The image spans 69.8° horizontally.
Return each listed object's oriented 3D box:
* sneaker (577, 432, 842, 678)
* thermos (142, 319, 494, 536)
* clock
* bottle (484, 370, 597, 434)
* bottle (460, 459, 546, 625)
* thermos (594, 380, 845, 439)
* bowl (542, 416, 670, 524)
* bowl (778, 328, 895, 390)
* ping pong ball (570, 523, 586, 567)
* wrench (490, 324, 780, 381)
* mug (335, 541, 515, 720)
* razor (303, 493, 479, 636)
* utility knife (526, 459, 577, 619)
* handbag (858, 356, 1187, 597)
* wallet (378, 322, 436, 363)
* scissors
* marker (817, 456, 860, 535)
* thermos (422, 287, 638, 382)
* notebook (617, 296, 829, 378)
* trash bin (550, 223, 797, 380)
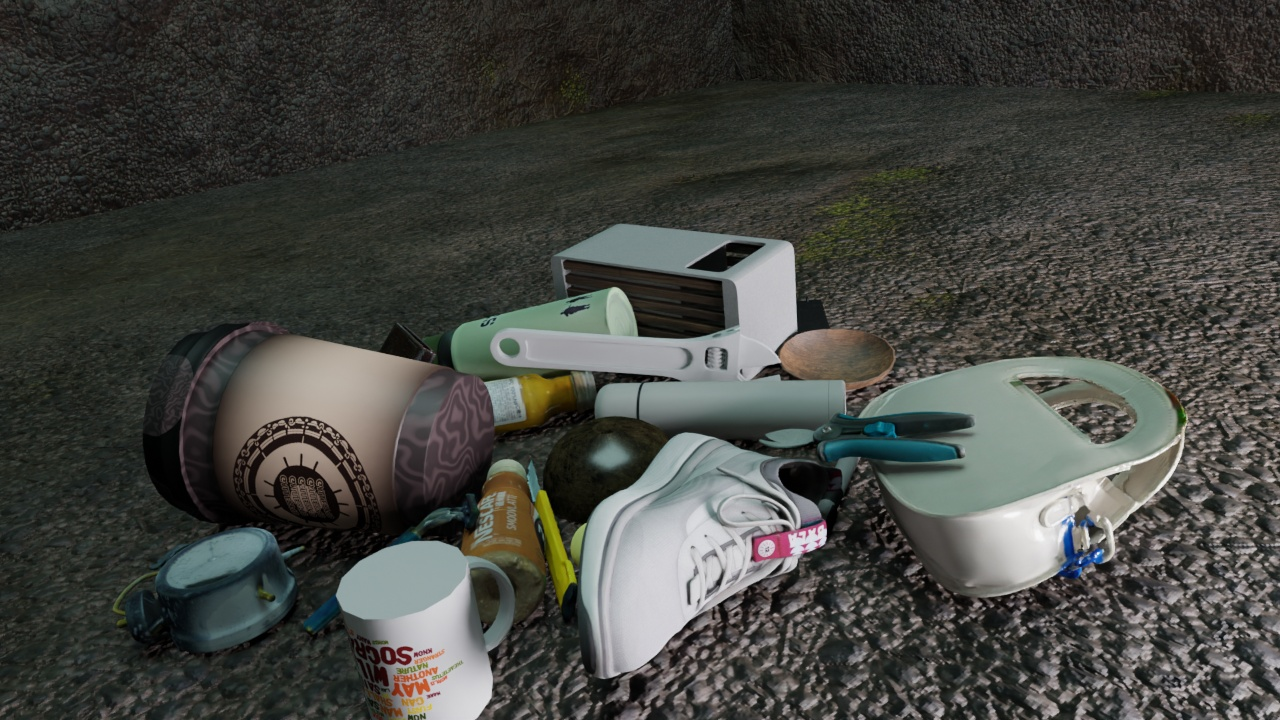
[{"bbox_3d":[0.048,0.120,0.593,0.129,0.097,0.262,-2,16,24],"label":"sneaker"},{"bbox_3d":[-0.248,0.061,0.743,0.226,0.173,0.172,7,25,14],"label":"thermos"},{"bbox_3d":[-0.309,0.164,0.655,0.129,0.052,0.090,-9,22,5],"label":"clock"},{"bbox_3d":[-0.135,0.044,0.884,0.186,0.053,0.053,-11,23,-10],"label":"bottle"},{"bbox_3d":[-0.101,0.124,0.678,0.059,0.059,0.167,-8,22,-4],"label":"bottle"},{"bbox_3d":[0.070,0.045,0.827,0.224,0.052,0.052,-1,23,13],"label":"thermos"},{"bbox_3d":[-0.025,0.080,0.764,0.121,0.056,0.121,-6,23,2],"label":"bowl"},{"bbox_3d":[0.195,0.005,0.916,0.114,0.026,0.101,4,34,18],"label":"bowl"},{"bbox_3d":[-0.030,0.134,0.657,0.040,0.040,0.040,-6,23,2],"label":"ping pong ball"},{"bbox_3d":[-0.005,0.005,0.865,0.273,0.087,0.018,3,24,3],"label":"wrench"},{"bbox_3d":[-0.122,0.161,0.555,0.105,0.090,0.073,-25,29,-37],"label":"mug"},{"bbox_3d":[-0.174,0.140,0.638,0.144,0.022,0.042,-37,17,-7],"label":"razor"},{"bbox_3d":[-0.071,0.127,0.700,0.018,0.030,0.206,11,17,-22],"label":"utility knife"},{"bbox_3d":[0.267,0.069,0.641,0.200,0.093,0.200,-23,22,6],"label":"handbag"},{"bbox_3d":[-0.255,0.017,0.937,0.031,0.099,0.120,30,1,-32],"label":"wallet"},{"bbox_3d":[0.159,0.050,0.637,0.148,0.019,0.132,-26,25,-8],"label":"scissors"},{"bbox_3d":[0.159,0.095,0.730,0.016,0.016,0.140,5,25,25],"label":"marker"},{"bbox_3d":[-0.121,-0.011,0.942,0.232,0.082,0.082,-12,20,20],"label":"thermos"},{"bbox_3d":[0.096,-0.029,1.041,0.231,0.019,0.168,-4,24,6],"label":"notebook"},{"bbox_3d":[0.035,-0.064,0.973,0.229,0.115,0.114,12,31,34],"label":"trash bin"}]
